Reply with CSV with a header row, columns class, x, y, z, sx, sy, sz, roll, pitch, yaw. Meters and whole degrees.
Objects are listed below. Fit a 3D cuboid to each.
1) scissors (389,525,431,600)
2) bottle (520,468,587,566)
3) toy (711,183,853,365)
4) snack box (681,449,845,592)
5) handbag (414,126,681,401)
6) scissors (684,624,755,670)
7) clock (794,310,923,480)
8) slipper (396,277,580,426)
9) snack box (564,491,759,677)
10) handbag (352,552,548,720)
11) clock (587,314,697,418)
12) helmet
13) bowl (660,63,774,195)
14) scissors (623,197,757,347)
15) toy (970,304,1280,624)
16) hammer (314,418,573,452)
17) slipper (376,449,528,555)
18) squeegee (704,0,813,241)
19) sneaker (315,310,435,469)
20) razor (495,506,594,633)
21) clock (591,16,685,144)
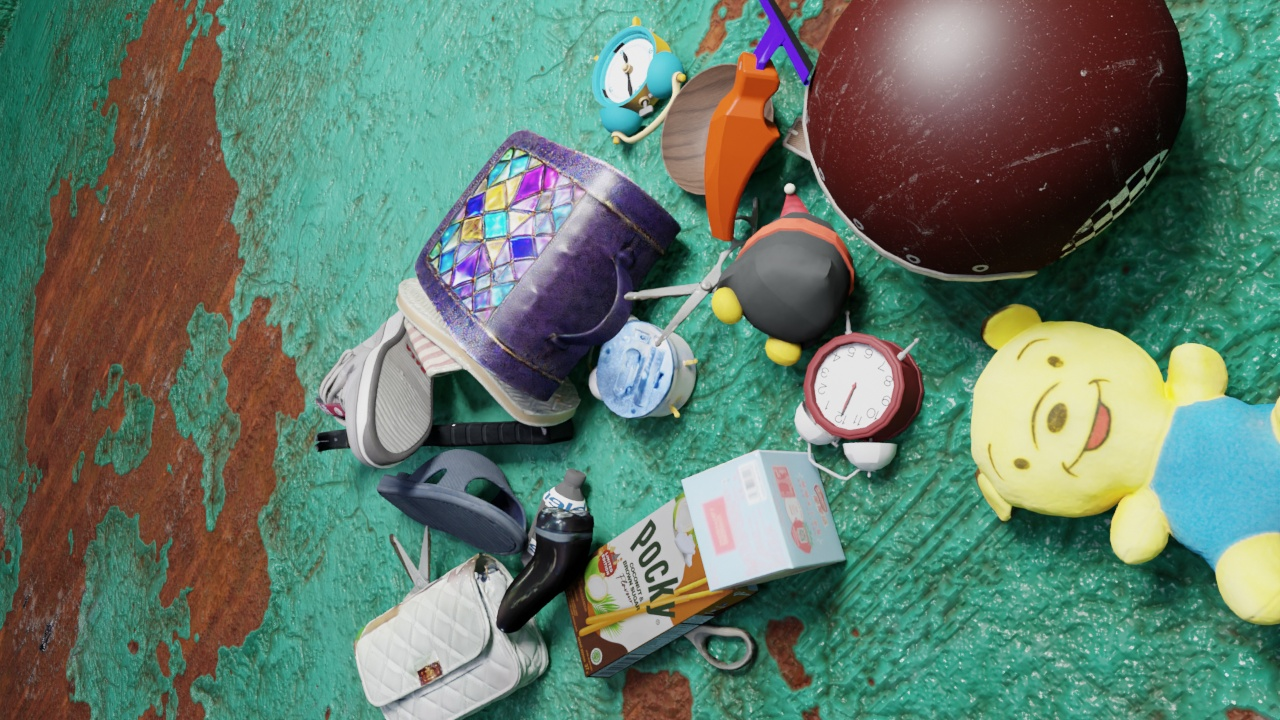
class,x,y,z,sx,sy,sz,roll,pitch,yaw
scissors,-0.236,0.288,1.011,0.199,0.015,0.180,46,119,21
bottle,-0.081,0.160,0.903,0.047,0.047,0.112,30,102,37
toy,0.124,-0.073,0.742,0.100,0.097,0.119,-40,20,41
snack box,0.098,0.128,0.735,0.080,0.094,0.093,-26,69,33
handbag,-0.082,-0.087,0.852,0.205,0.125,0.222,-52,48,4
scissors,0.037,0.223,0.824,0.163,0.012,0.154,29,100,41
clock,0.171,0.032,0.723,0.087,0.044,0.124,28,100,37
slipper,-0.166,-0.006,0.954,0.263,0.114,0.052,40,126,33
snack box,0.011,0.199,0.823,0.186,0.031,0.101,-38,52,28
handbag,-0.199,0.296,0.935,0.195,0.072,0.138,-36,76,24
clock,-0.005,0.005,0.858,0.125,0.051,0.089,25,100,37
helmet,0.223,-0.168,0.615,0.234,0.253,0.233,-38,72,19
bowl,0.076,-0.205,0.833,0.119,0.032,0.119,-6,81,37
scissors,0.062,-0.077,0.793,0.141,0.014,0.164,12,69,-4
toy,0.313,0.056,0.585,0.214,0.084,0.149,21,90,39
hammer,-0.222,0.081,0.993,0.334,0.117,0.025,-5,89,32
slipper,-0.192,0.134,0.962,0.264,0.101,0.082,0,50,52
squeegee,0.082,-0.183,0.740,0.249,0.055,0.185,-91,8,-56
sneaker,-0.290,0.038,0.966,0.129,0.097,0.262,-28,27,7
razor,-0.096,0.195,0.861,0.064,0.053,0.141,43,107,26
clock,-0.005,-0.274,0.900,0.099,0.043,0.129,-38,56,29
